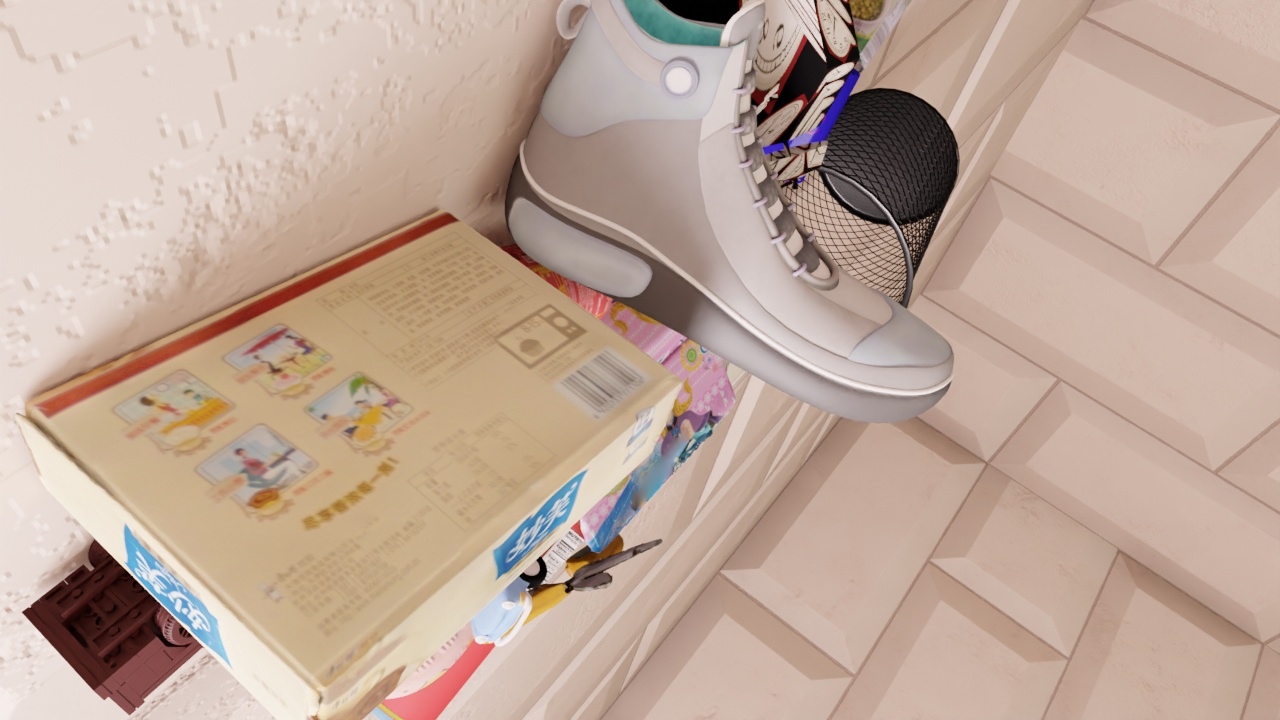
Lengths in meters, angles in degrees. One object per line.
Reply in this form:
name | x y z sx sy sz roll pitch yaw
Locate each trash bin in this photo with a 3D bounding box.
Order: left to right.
trash bin | 0.190 -0.142 0.841 0.209 0.184 0.185 -48 163 -40

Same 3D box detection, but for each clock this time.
clock | 0.053 -0.153 0.510 0.064 0.115 0.155 -35 138 -48

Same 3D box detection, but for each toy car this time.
toy car | -0.175 0.079 0.419 0.169 0.070 0.062 -44 149 -32
toy car | -0.100 0.108 0.599 0.054 0.153 0.056 12 133 -27

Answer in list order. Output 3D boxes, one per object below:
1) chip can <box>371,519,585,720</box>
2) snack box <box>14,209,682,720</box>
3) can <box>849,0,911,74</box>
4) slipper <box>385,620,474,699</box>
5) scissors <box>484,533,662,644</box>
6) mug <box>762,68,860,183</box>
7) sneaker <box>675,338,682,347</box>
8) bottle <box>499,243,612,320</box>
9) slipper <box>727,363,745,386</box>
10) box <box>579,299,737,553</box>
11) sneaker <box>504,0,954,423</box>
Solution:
chip can | -0.132 0.187 0.732 0.213 0.087 0.087 -50 163 -11
snack box | -0.103 0.030 0.378 0.206 0.153 0.055 -38 158 -43
can | 0.171 -0.282 0.682 0.121 0.067 0.067 -56 164 7
slipper | -0.139 0.157 0.656 0.196 0.093 0.082 -46 170 -32
scissors | -0.034 0.142 0.626 0.174 0.016 0.226 -31 176 -43
mug | 0.102 -0.191 0.672 0.111 0.079 0.084 -84 -162 -62
sneaker | 0.042 -0.039 0.769 0.236 0.089 0.087 -50 163 7
bottle | -0.050 -0.043 0.548 0.137 0.062 0.062 -25 146 -60
slipper | 0.011 0.039 0.888 0.273 0.054 0.114 -33 159 -26
box | 0.003 0.001 0.630 0.229 0.161 0.062 -43 -170 -36
sneaker | 0.065 -0.082 0.457 0.092 0.256 0.161 -62 177 -55
